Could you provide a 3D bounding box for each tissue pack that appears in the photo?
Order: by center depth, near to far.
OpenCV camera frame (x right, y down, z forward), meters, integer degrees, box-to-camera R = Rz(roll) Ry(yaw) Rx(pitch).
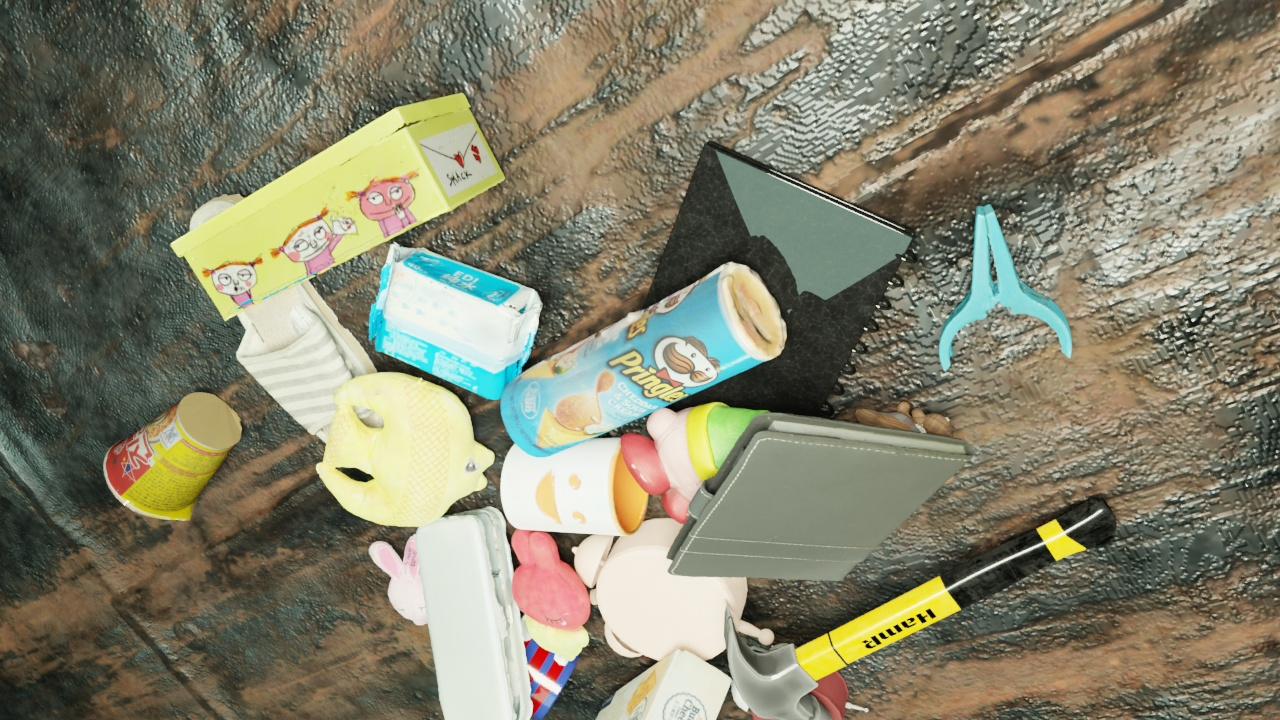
[{"bbox_3d":[-0.155,-0.035,0.765,0.144,0.061,0.093,22,120,5],"label":"tissue pack"}]

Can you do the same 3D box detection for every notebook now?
[{"bbox_3d":[0.120,0.111,0.685,0.169,0.029,0.210,8,138,-14],"label":"notebook"},{"bbox_3d":[0.087,-0.028,0.704,0.169,0.019,0.232,26,122,7],"label":"notebook"}]

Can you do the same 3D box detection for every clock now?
[{"bbox_3d":[0.023,0.214,0.822,0.161,0.086,0.131,-8,113,31],"label":"clock"},{"bbox_3d":[0.139,0.308,0.846,0.124,0.044,0.087,39,123,-2],"label":"clock"}]

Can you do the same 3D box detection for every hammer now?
[{"bbox_3d":[0.214,0.193,0.720,0.325,0.034,0.170,-32,120,16],"label":"hammer"}]

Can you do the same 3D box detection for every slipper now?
[{"bbox_3d":[-0.323,-0.023,0.842,0.115,0.053,0.273,-19,108,33],"label":"slipper"}]

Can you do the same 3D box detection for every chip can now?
[{"bbox_3d":[-0.004,0.004,0.701,0.230,0.079,0.080,-26,105,32],"label":"chip can"}]

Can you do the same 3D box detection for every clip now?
[{"bbox_3d":[0.241,-0.034,0.640,0.120,0.033,0.119,42,126,-4],"label":"clip"}]

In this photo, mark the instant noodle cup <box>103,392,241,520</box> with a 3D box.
[{"bbox_3d":[-0.469,0.089,0.935,0.113,0.100,0.100,-39,98,24],"label":"instant noodle cup"}]

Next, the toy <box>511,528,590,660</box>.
[{"bbox_3d":[-0.084,0.211,0.834,0.092,0.045,0.135,8,117,40],"label":"toy"}]

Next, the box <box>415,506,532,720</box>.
[{"bbox_3d":[-0.157,0.248,0.875,0.118,0.063,0.213,-17,83,33],"label":"box"}]

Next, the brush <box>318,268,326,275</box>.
[{"bbox_3d":[-0.249,-0.124,0.779,0.127,0.017,0.048,-32,102,31],"label":"brush"}]

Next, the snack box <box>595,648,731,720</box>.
[{"bbox_3d":[0.001,0.349,0.846,0.057,0.104,0.208,32,142,-1],"label":"snack box"}]

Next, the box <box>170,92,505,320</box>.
[{"bbox_3d":[-0.227,-0.117,0.697,0.221,0.124,0.079,-19,106,22],"label":"box"}]

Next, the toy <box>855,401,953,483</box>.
[{"bbox_3d":[0.190,0.057,0.693,0.102,0.041,0.054,17,79,20],"label":"toy"}]

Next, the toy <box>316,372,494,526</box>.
[{"bbox_3d":[-0.212,0.084,0.838,0.155,0.064,0.171,16,120,-11],"label":"toy"}]

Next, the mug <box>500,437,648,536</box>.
[{"bbox_3d":[-0.055,0.108,0.790,0.105,0.082,0.082,-2,116,22],"label":"mug"}]

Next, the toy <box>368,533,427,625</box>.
[{"bbox_3d":[-0.235,0.230,0.944,0.064,0.047,0.110,-12,109,16],"label":"toy"}]

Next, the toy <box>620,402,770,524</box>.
[{"bbox_3d":[0.067,0.078,0.706,0.131,0.096,0.124,-36,106,14],"label":"toy"}]

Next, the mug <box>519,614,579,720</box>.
[{"bbox_3d":[-0.104,0.293,0.911,0.076,0.074,0.112,33,121,2],"label":"mug"}]
